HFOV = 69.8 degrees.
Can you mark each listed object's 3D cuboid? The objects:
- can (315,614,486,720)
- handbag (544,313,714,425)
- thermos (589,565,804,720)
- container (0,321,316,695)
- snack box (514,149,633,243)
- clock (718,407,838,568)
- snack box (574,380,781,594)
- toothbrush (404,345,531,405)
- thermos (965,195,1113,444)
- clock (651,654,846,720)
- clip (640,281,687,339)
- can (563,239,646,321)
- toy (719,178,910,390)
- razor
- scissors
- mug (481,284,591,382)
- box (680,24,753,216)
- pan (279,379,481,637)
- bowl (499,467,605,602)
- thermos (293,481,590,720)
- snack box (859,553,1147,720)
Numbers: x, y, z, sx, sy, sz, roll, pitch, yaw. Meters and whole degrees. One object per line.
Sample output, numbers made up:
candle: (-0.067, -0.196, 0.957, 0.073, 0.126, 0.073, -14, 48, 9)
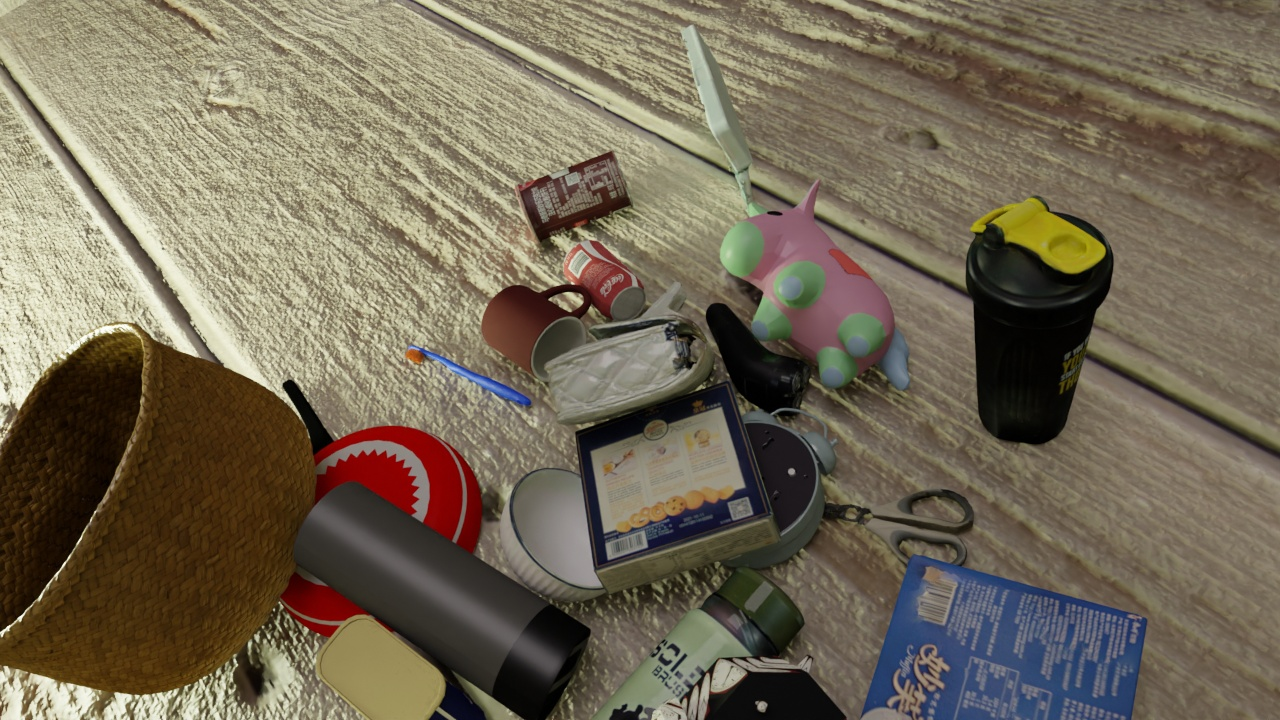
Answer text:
can: (-0.184, 0.262, 0.720, 0.116, 0.092, 0.056, 23, 63, 32)
handbag: (-0.005, 0.005, 0.799, 0.139, 0.195, 0.072, -17, 86, 4)
thermos: (0.027, 0.254, 0.668, 0.231, 0.082, 0.082, -44, 52, -17)
container: (-0.431, 0.134, 0.798, 0.308, 0.196, 0.306, -22, 52, 31)
snack box: (-0.076, -0.189, 1.053, 0.121, 0.072, 0.072, -21, 49, 2)
clock: (0.099, 0.103, 0.774, 0.123, 0.045, 0.159, 21, 62, 37)
snack box: (0.025, 0.100, 0.747, 0.144, 0.043, 0.144, -19, 45, 7)
toothbrush: (-0.184, 0.017, 0.964, 0.183, 0.016, 0.018, 22, 68, 32)
thermos: (0.295, -0.023, 0.696, 0.098, 0.221, 0.098, -10, 51, 12)
clock: (0.065, 0.265, 0.604, 0.154, 0.114, 0.065, -20, 4, -19)
clip: (0.021, -0.038, 0.922, 0.101, 0.050, 0.058, -47, 41, -18)
can: (-0.038, -0.084, 0.969, 0.054, 0.054, 0.096, -36, 50, -10)
toy: (0.168, -0.064, 0.852, 0.222, 0.120, 0.170, 38, 36, 8)
razor: (0.108, -0.007, 0.867, 0.067, 0.054, 0.151, -18, 42, -11)
scissors: (0.191, 0.120, 0.758, 0.121, 0.012, 0.171, -42, 48, -14)
mug: (-0.099, -0.040, 0.940, 0.082, 0.073, 0.105, 32, 74, 35)
box: (0.091, -0.269, 1.016, 0.041, 0.134, 0.196, -22, 49, 15)
pan: (-0.296, 0.112, 0.904, 0.208, 0.067, 0.356, -38, 54, -11)
bowl: (-0.070, 0.155, 0.770, 0.062, 0.118, 0.118, -51, 40, 32)
thermos: (-0.158, 0.191, 0.735, 0.240, 0.082, 0.082, 28, 65, 16)
snack box: (0.229, 0.249, 0.603, 0.155, 0.069, 0.202, 12, 57, 26)
